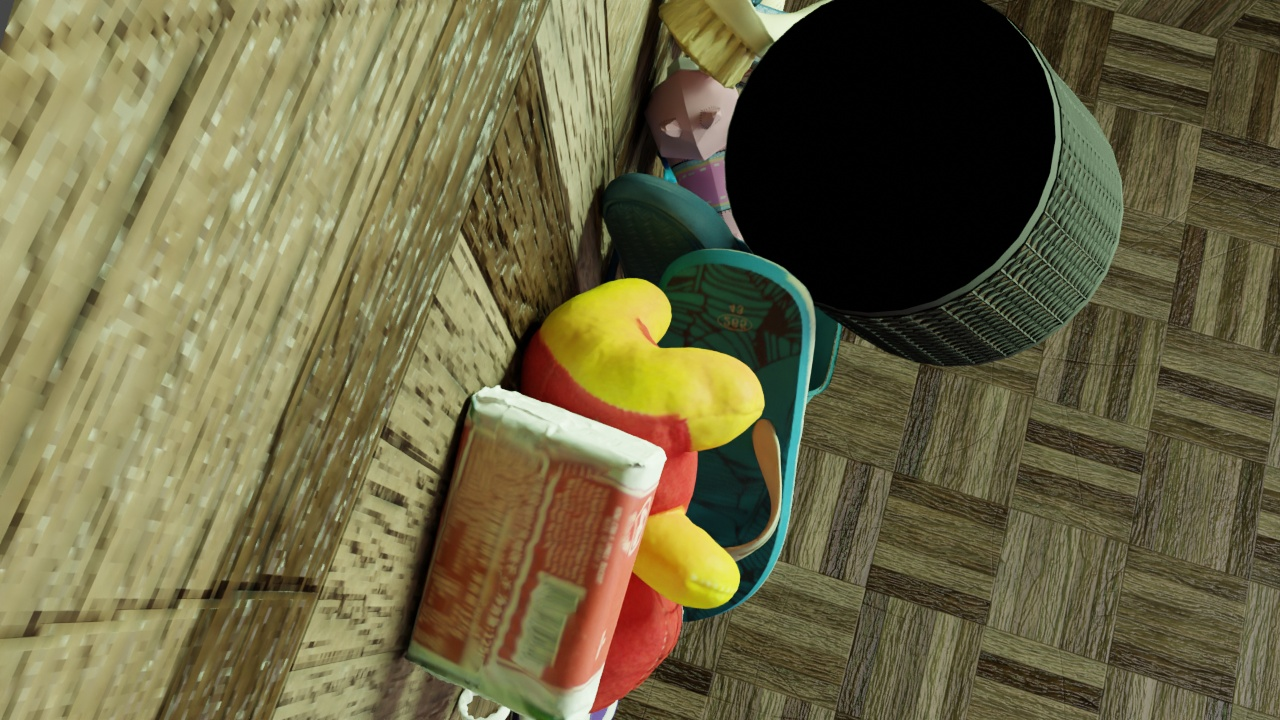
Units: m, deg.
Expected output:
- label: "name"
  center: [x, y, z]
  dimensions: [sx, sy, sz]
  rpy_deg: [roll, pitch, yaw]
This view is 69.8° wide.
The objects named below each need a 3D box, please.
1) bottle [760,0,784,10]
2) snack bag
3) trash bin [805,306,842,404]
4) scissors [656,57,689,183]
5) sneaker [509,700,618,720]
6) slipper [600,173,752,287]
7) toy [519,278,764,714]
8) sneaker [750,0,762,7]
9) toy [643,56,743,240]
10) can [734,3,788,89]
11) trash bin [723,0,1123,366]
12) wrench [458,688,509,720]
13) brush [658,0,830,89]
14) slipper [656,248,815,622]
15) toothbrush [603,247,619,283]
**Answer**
- label: "bottle"
  center: [0.091, -0.306, 0.728]
  dimensions: [0.162, 0.056, 0.056]
  rpy_deg: [47, 60, -85]
- label: "snack bag"
  center: [-0.041, 0.075, 0.356]
  dimensions: [0.036, 0.077, 0.116]
  rpy_deg: [-16, 123, -71]
- label: "trash bin"
  center: [0.074, 0.012, 0.957]
  dimensions: [0.219, 0.196, 0.198]
  rpy_deg: [111, 1, -46]
- label: "scissors"
  center: [0.030, -0.183, 0.707]
  dimensions: [0.133, 0.014, 0.128]
  rpy_deg: [-67, 171, -54]
- label: "sneaker"
  center: [-0.055, 0.243, 0.788]
  dimensions: [0.111, 0.092, 0.243]
  rpy_deg: [91, 12, -71]
- label: "slipper"
  center: [0.040, -0.055, 0.561]
  dimensions: [0.059, 0.104, 0.214]
  rpy_deg: [-62, 158, -11]
- label: "toy"
  center: [-0.023, 0.075, 0.442]
  dimensions: [0.147, 0.098, 0.217]
  rpy_deg: [52, -48, 54]
- label: "sneaker"
  center: [0.074, -0.257, 0.535]
  dimensions: [0.236, 0.079, 0.087]
  rpy_deg: [94, 13, -71]
- label: "toy"
  center: [0.048, -0.128, 0.605]
  dimensions: [0.157, 0.067, 0.123]
  rpy_deg: [-25, 101, -77]
- label: "can"
  center: [0.086, -0.246, 0.722]
  dimensions: [0.100, 0.059, 0.054]
  rpy_deg: [-141, -114, -80]
- label: "trash bin"
  center: [0.171, -0.104, 0.558]
  dimensions: [0.242, 0.217, 0.217]
  rpy_deg: [-1, 109, -63]
- label: "wrench"
  center: [-0.057, 0.128, 0.622]
  dimensions: [0.272, 0.047, 0.009]
  rpy_deg: [-65, 153, -50]
- label: "brush"
  center: [0.119, -0.214, 0.557]
  dimensions: [0.271, 0.062, 0.078]
  rpy_deg: [-22, 170, -37]
- label: "slipper"
  center: [0.032, 0.072, 0.528]
  dimensions: [0.060, 0.118, 0.296]
  rpy_deg: [-68, 170, -51]
- label: "toothbrush"
  center: [-0.028, -0.011, 0.607]
  dimensions: [0.016, 0.017, 0.190]
  rpy_deg: [-22, 129, -78]
